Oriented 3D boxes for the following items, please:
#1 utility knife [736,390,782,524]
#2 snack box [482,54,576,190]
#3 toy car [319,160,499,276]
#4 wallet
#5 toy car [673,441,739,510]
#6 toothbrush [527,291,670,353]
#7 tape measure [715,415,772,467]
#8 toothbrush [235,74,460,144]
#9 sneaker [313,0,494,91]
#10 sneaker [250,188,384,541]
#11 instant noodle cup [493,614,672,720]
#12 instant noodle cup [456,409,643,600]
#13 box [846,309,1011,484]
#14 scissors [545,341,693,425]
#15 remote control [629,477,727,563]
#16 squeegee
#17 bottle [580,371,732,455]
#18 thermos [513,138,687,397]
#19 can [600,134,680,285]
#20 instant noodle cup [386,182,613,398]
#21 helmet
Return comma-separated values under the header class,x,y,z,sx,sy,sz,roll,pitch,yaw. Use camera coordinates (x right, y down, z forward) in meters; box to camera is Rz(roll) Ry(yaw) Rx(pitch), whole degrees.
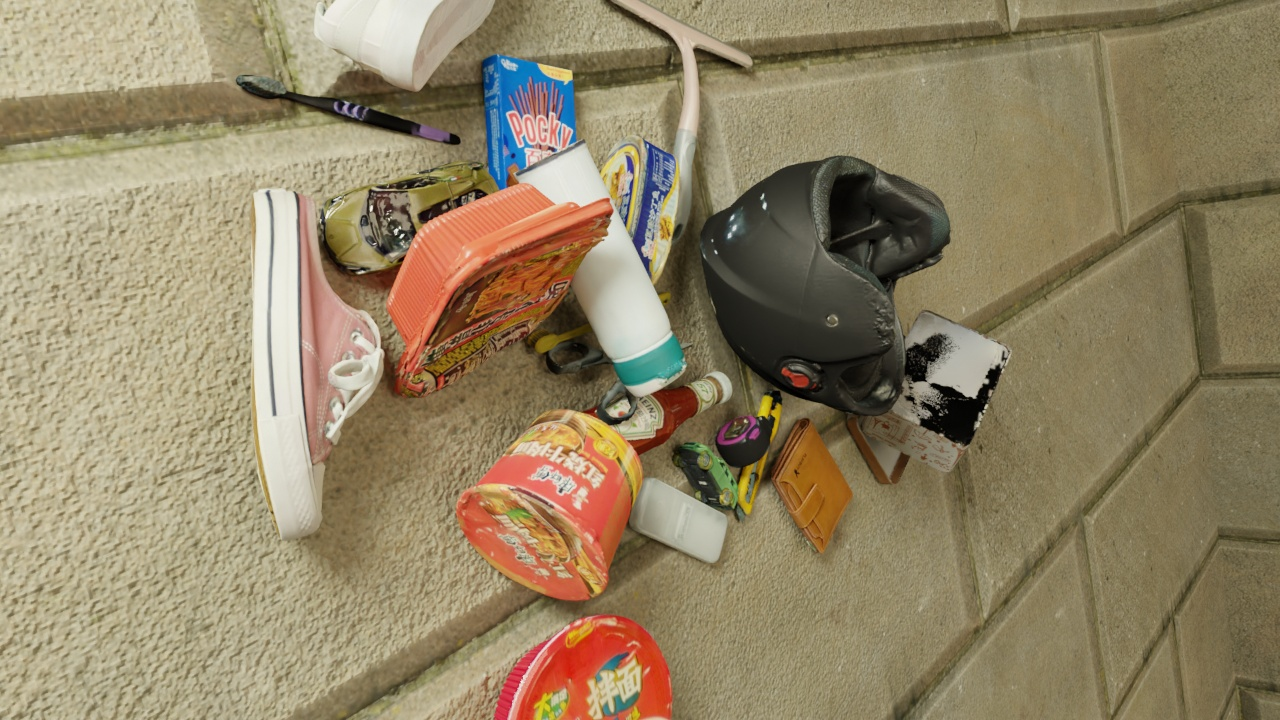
class,x,y,z,sx,sy,sz,roll,pitch,yaw
utility knife,0.135,0.106,1.042,0.033,0.015,0.164,33,66,-36
snack box,-0.095,-0.185,0.816,0.084,0.026,0.157,-5,92,-44
toy car,-0.176,-0.113,0.725,0.157,0.042,0.070,-28,107,-39
wallet,0.201,0.156,1.099,0.131,0.035,0.118,57,47,-27
toy car,0.071,0.119,0.959,0.036,0.043,0.091,-52,124,-29
toothbrush,-0.035,-0.040,0.877,0.189,0.016,0.016,-23,140,-46
tape measure,0.110,0.085,0.988,0.039,0.057,0.057,57,38,-20
toothbrush,-0.215,-0.191,0.706,0.188,0.017,0.014,5,85,-46
sneaker,-0.172,-0.300,0.716,0.091,0.090,0.241,21,50,-1
sneaker,-0.221,0.001,0.634,0.087,0.118,0.241,-1,83,-25
instant noodle cup,-0.059,0.317,0.806,0.193,0.066,0.193,4,84,-45
instant noodle cup,-0.068,0.116,0.767,0.138,0.138,0.108,57,44,-27
box,0.366,0.063,1.218,0.182,0.153,0.181,-54,160,-28
scissors,-0.015,0.000,0.868,0.175,0.014,0.159,11,45,-24
remote control,0.041,0.165,0.942,0.136,0.020,0.055,32,68,-40
squeegee,0.044,-0.242,0.950,0.247,0.040,0.249,6,85,-45
bottle,0.015,0.052,0.893,0.205,0.060,0.060,-20,102,-43
thermos,-0.030,-0.074,0.796,0.073,0.073,0.224,-38,108,-39
can,-0.008,-0.138,0.870,0.049,0.075,0.148,20,74,-39
instant noodle cup,-0.119,-0.064,0.709,0.079,0.189,0.164,51,48,8
helmet,0.187,-0.073,0.954,0.232,0.231,0.275,-46,127,-44
